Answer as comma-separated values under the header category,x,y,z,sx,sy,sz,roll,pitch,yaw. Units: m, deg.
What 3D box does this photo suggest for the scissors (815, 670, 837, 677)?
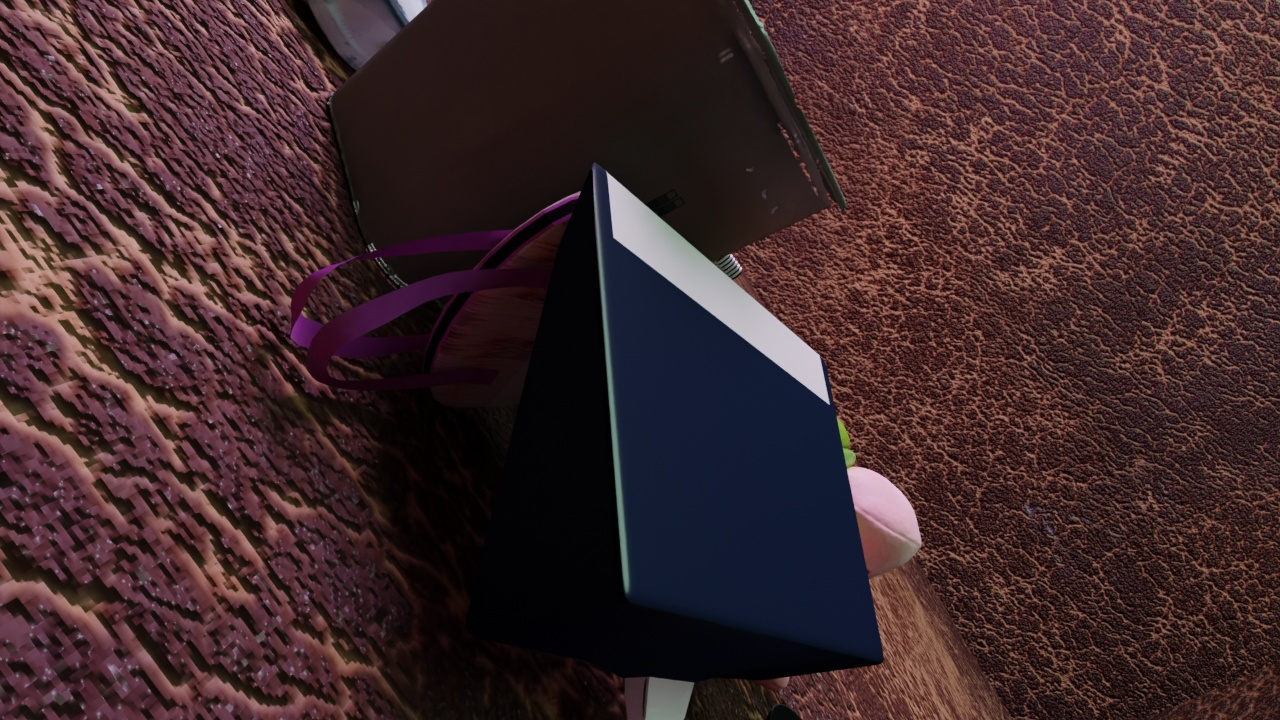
category,x,y,z,sx,sy,sz,roll,pitch,yaw
scissors,0.137,0.204,0.911,0.225,0.016,0.224,59,13,-6

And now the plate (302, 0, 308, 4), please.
category,x,y,z,sx,sy,sz,roll,pitch,yaw
plate,-0.248,-0.315,0.592,0.208,0.015,0.208,55,13,-20

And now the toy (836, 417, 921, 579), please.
category,x,y,z,sx,sy,sz,roll,pitch,yaw
toy,0.109,0.062,0.683,0.238,0.088,0.190,50,1,15

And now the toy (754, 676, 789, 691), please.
category,x,y,z,sx,sy,sz,roll,pitch,yaw
toy,0.039,0.108,0.559,0.192,0.097,0.236,53,8,34

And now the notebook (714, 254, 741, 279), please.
category,x,y,z,sx,sy,sz,roll,pitch,yaw
notebook,0.008,-0.171,0.771,0.206,0.016,0.149,48,12,-33

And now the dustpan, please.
category,x,y,z,sx,sy,sz,roll,pitch,yaw
dustpan,0.023,0.094,0.403,0.236,0.080,0.272,31,46,-50

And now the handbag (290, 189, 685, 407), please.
category,x,y,z,sx,sy,sz,roll,pitch,yaw
handbag,-0.067,-0.023,0.399,0.169,0.145,0.068,-10,59,-48

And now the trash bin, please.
category,x,y,z,sx,sy,sz,roll,pitch,yaw
trash bin,-0.036,-0.133,0.529,0.197,0.220,0.197,40,24,-57

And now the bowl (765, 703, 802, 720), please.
category,x,y,z,sx,sy,sz,roll,pitch,yaw
bowl,0.076,0.250,0.477,0.124,0.052,0.124,55,13,-20

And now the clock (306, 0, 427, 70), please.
category,x,y,z,sx,sy,sz,roll,pitch,yaw
clock,-0.180,-0.247,0.583,0.090,0.052,0.129,-74,143,-70
